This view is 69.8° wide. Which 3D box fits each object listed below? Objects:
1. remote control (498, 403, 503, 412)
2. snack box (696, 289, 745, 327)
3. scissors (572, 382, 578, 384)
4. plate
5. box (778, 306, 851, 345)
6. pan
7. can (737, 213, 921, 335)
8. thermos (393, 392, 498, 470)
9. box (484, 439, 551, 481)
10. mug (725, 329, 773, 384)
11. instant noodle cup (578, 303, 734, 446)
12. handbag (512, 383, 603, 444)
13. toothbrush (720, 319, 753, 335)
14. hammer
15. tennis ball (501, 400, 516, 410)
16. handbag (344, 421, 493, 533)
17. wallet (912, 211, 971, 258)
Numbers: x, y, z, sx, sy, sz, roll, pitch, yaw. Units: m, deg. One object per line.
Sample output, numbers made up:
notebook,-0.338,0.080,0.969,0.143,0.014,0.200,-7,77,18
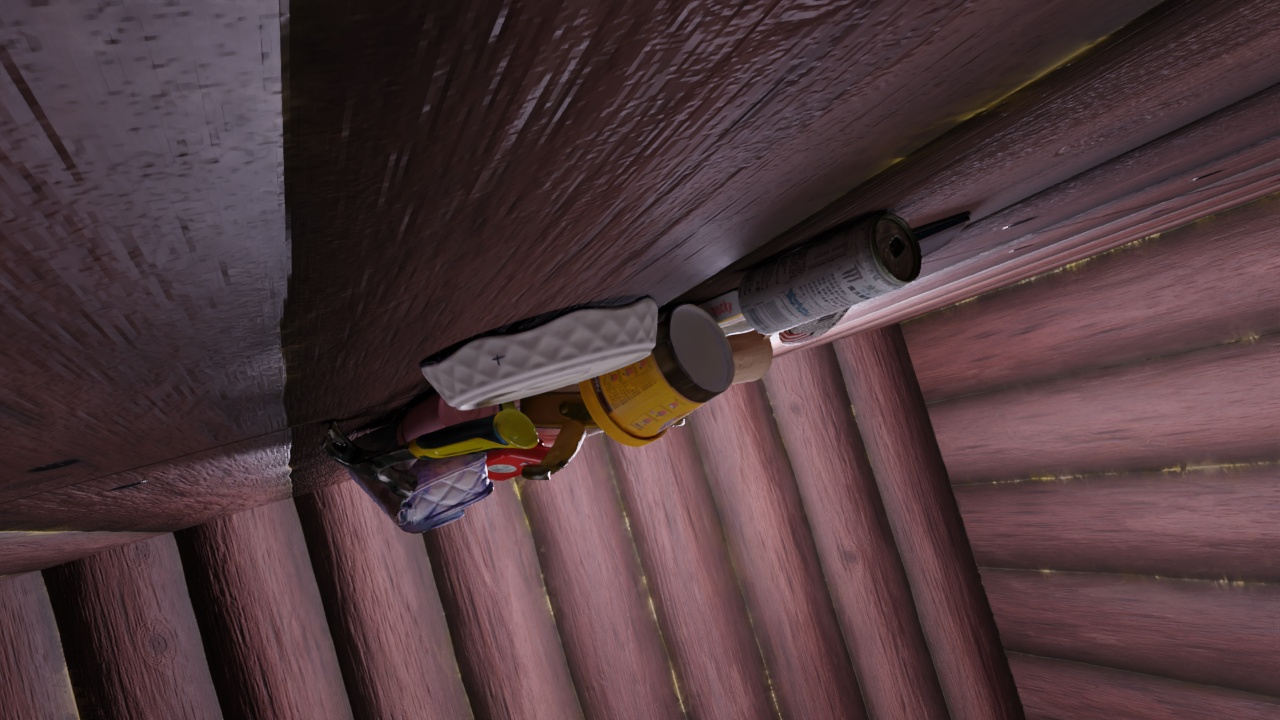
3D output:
remote control,-0.183,0.055,1.049,0.024,0.053,0.137,-15,176,-32
snack box,0.125,-0.060,0.953,0.156,0.027,0.085,-14,175,-40
scissors,-0.044,0.014,1.256,0.133,0.012,0.172,-42,150,1
plate,-0.078,-0.002,0.776,0.205,0.045,0.205,-17,176,-1
box,0.173,-0.061,0.889,0.068,0.052,0.164,-34,166,-21
pan,-0.063,0.074,1.009,0.198,0.078,0.357,-1,179,12
can,0.145,-0.065,0.726,0.058,0.058,0.147,-14,175,-40
thermos,-0.225,0.077,1.012,0.199,0.067,0.087,-24,-148,58
box,-0.219,0.118,1.266,0.161,0.058,0.202,29,155,-19
mug,0.130,-0.020,1.231,0.103,0.084,0.125,-10,148,-52
instant noodle cup,0.019,0.010,0.891,0.115,0.118,0.118,-30,169,38
handbag,-0.147,0.072,1.361,0.235,0.093,0.192,-10,-179,34
toothbrush,0.070,-0.020,0.936,0.192,0.018,0.016,-19,175,43
hammer,-0.209,0.085,0.896,0.126,0.031,0.324,34,149,-29
tennis ball,-0.184,0.067,1.124,0.065,0.065,0.065,-17,176,-1
handbag,-0.277,0.140,1.148,0.134,0.076,0.194,-20,-155,-30
wallet,0.263,-0.111,0.888,0.096,0.020,0.122,-22,174,8
